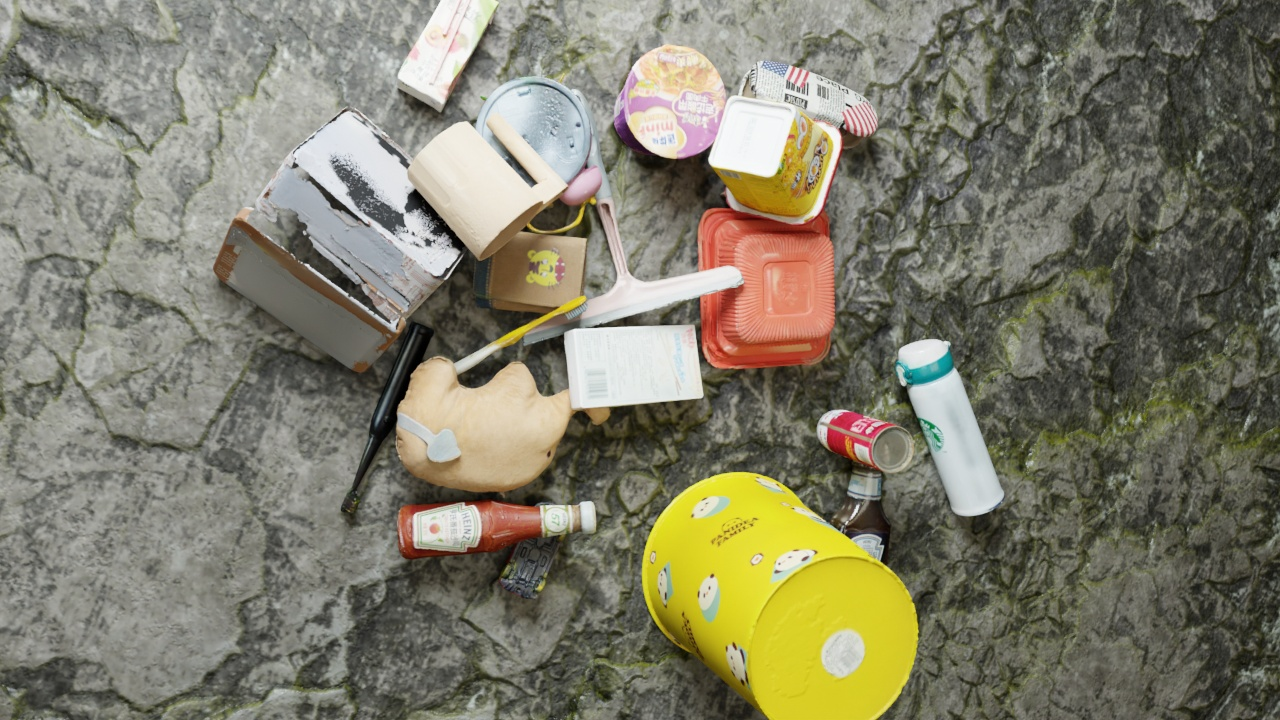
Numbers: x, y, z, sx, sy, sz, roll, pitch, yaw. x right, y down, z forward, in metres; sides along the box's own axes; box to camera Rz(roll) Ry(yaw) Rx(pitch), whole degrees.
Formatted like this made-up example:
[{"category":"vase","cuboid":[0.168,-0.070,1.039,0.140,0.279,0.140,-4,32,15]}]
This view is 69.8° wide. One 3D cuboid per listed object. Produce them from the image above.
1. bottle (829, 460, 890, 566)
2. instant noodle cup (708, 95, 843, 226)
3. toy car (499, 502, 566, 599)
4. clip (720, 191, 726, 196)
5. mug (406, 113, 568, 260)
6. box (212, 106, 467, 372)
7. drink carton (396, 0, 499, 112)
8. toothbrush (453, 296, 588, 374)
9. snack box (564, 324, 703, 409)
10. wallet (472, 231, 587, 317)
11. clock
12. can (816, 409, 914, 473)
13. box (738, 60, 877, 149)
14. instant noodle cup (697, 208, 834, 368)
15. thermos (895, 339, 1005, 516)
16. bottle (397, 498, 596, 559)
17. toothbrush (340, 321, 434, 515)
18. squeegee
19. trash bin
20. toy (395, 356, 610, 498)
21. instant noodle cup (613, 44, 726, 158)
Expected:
[{"category":"bottle","cuboid":[0.270,0.201,1.125,0.079,0.044,0.195,5,93,-25]},{"category":"instant noodle cup","cuboid":[0.135,-0.214,0.956,0.123,0.116,0.116,16,92,-62]},{"category":"toy car","cuboid":[-0.117,0.209,1.016,0.049,0.031,0.106,26,77,-13]},{"category":"clip","cuboid":[0.145,-0.199,1.050,0.097,0.034,0.061,16,92,-13]},{"category":"mug","cuboid":[-0.144,-0.172,0.877,0.103,0.084,0.124,47,59,-3]},{"category":"box","cuboid":[-0.292,-0.100,0.898,0.183,0.156,0.193,42,125,-16]},{"category":"drink carton","cuboid":[-0.195,-0.320,0.928,0.053,0.045,0.122,29,87,-16]},{"category":"toothbrush","cuboid":[-0.138,-0.018,0.962,0.191,0.016,0.018,-28,116,10]},{"category":"snack box","cuboid":[-0.006,0.006,1.001,0.156,0.027,0.084,-3,85,-32]},{"category":"wallet","cuboid":[-0.115,-0.091,0.960,0.115,0.033,0.090,6,112,-1]},{"category":"clock","cuboid":[-0.102,-0.209,0.945,0.117,0.060,0.158,-13,94,3]},{"category":"can","cuboid":[0.256,0.091,1.061,0.053,0.133,0.053,-2,96,-16]},{"category":"box","cuboid":[0.195,-0.293,1.029,0.163,0.081,0.075,15,86,-15]},{"category":"instant noodle cup","cuboid":[0.151,-0.081,1.040,0.164,0.079,0.189,-5,99,-16]},{"category":"thermos","cuboid":[0.378,0.080,1.132,0.073,0.073,0.224,-27,102,-12]},{"category":"bottle","cuboid":[-0.151,0.175,0.973,0.206,0.060,0.060,-3,97,-7]},{"category":"toothbrush","cuboid":[-0.267,0.062,0.958,0.026,0.027,0.212,23,89,-53]},{"category":"squeegee","cuboid":[-0.038,-0.169,0.994,0.248,0.040,0.249,-15,94,4]},{"category":"trash bin","cuboid":[0.147,0.258,0.983,0.229,0.255,0.229,-2,96,-17]},{"category":"toy","cuboid":[-0.144,0.072,0.967,0.225,0.082,0.143,4,101,-28]},{"category":"instant noodle cup","cuboid":[0.024,-0.265,0.971,0.111,0.099,0.111,-1,96,-14]}]
